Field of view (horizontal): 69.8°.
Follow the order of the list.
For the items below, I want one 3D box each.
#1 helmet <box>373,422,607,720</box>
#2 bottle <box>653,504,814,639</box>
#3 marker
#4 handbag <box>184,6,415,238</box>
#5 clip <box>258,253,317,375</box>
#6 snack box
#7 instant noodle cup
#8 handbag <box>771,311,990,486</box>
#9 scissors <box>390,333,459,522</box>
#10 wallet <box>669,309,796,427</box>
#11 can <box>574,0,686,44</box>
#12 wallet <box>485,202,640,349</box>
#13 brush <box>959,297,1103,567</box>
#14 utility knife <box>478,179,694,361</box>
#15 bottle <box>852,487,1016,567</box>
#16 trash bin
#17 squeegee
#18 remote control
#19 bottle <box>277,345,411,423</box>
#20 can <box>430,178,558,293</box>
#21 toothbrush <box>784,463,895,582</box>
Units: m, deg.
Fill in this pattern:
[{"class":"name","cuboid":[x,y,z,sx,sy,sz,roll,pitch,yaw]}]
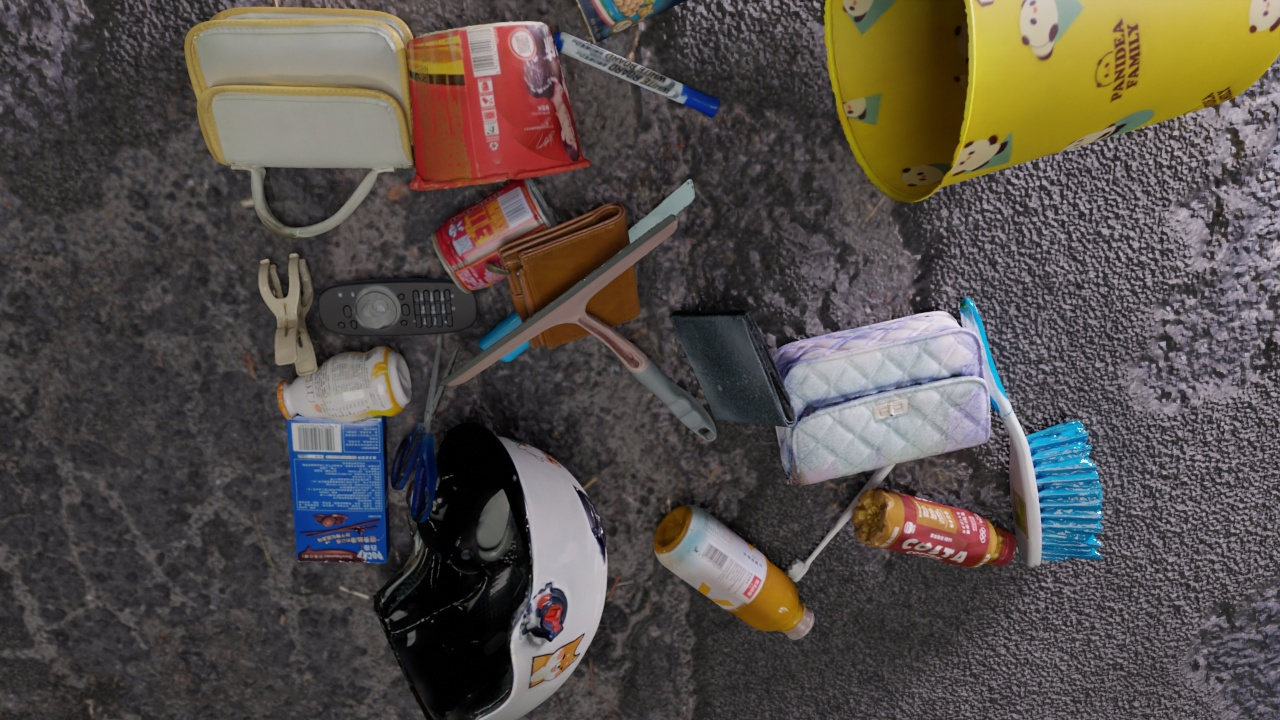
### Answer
[{"class":"helmet","cuboid":[-0.114,0.196,0.826,0.156,0.230,0.274,11,104,-40]},{"class":"bottle","cuboid":[0.098,0.218,0.922,0.189,0.068,0.068,39,104,-19]},{"class":"marker","cuboid":[-0.003,-0.234,0.749,0.145,0.017,0.017,20,109,-13]},{"class":"handbag","cuboid":[-0.258,-0.180,0.723,0.163,0.063,0.179,0,116,-3]},{"class":"clip","cuboid":[-0.295,-0.039,0.770,0.034,0.071,0.100,-10,80,-2]},{"class":"snack box","cuboid":[-0.282,0.118,0.862,0.084,0.026,0.157,2,113,-7]},{"class":"instant noodle cup","cuboid":[-0.112,-0.193,0.697,0.138,0.138,0.109,-8,105,-3]},{"class":"handbag","cuboid":[0.221,0.038,0.855,0.194,0.075,0.134,-13,114,0]},{"class":"scissors","cuboid":[-0.191,0.065,0.818,0.012,0.164,0.163,10,141,-32]},{"class":"wallet","cuboid":[0.081,0.007,0.825,0.019,0.097,0.121,-40,116,-32]},{"class":"can","cuboid":[-0.002,-0.296,0.691,0.111,0.075,0.075,-24,113,4]},{"class":"wallet","cuboid":[-0.061,-0.062,0.767,0.119,0.035,0.131,-19,146,-7]},{"class":"brush","cuboid":[0.385,0.074,0.904,0.109,0.060,0.315,-13,111,3]},{"class":"utility knife","cuboid":[-0.045,-0.079,0.811,0.238,0.018,0.034,-39,111,9]},{"class":"bottle","cuboid":[0.299,0.172,0.923,0.174,0.057,0.057,16,110,-22]},{"class":"trash bin","cuboid":[0.296,-0.255,0.670,0.255,0.229,0.230,-13,113,-7]},{"class":"squeegee","cuboid":[-0.005,0.005,0.817,0.248,0.040,0.249,-34,132,18]},{"class":"remote control","cuboid":[-0.210,-0.048,0.802,0.136,0.024,0.053,-2,114,-4]},{"class":"bottle","cuboid":[-0.260,0.025,0.806,0.108,0.063,0.063,-11,113,0]},{"class":"can","cuboid":[-0.119,-0.103,0.765,0.094,0.066,0.066,-28,113,6]},{"class":"toothbrush","cuboid":[0.206,0.158,0.937,0.016,0.016,0.180,32,107,-11]}]
